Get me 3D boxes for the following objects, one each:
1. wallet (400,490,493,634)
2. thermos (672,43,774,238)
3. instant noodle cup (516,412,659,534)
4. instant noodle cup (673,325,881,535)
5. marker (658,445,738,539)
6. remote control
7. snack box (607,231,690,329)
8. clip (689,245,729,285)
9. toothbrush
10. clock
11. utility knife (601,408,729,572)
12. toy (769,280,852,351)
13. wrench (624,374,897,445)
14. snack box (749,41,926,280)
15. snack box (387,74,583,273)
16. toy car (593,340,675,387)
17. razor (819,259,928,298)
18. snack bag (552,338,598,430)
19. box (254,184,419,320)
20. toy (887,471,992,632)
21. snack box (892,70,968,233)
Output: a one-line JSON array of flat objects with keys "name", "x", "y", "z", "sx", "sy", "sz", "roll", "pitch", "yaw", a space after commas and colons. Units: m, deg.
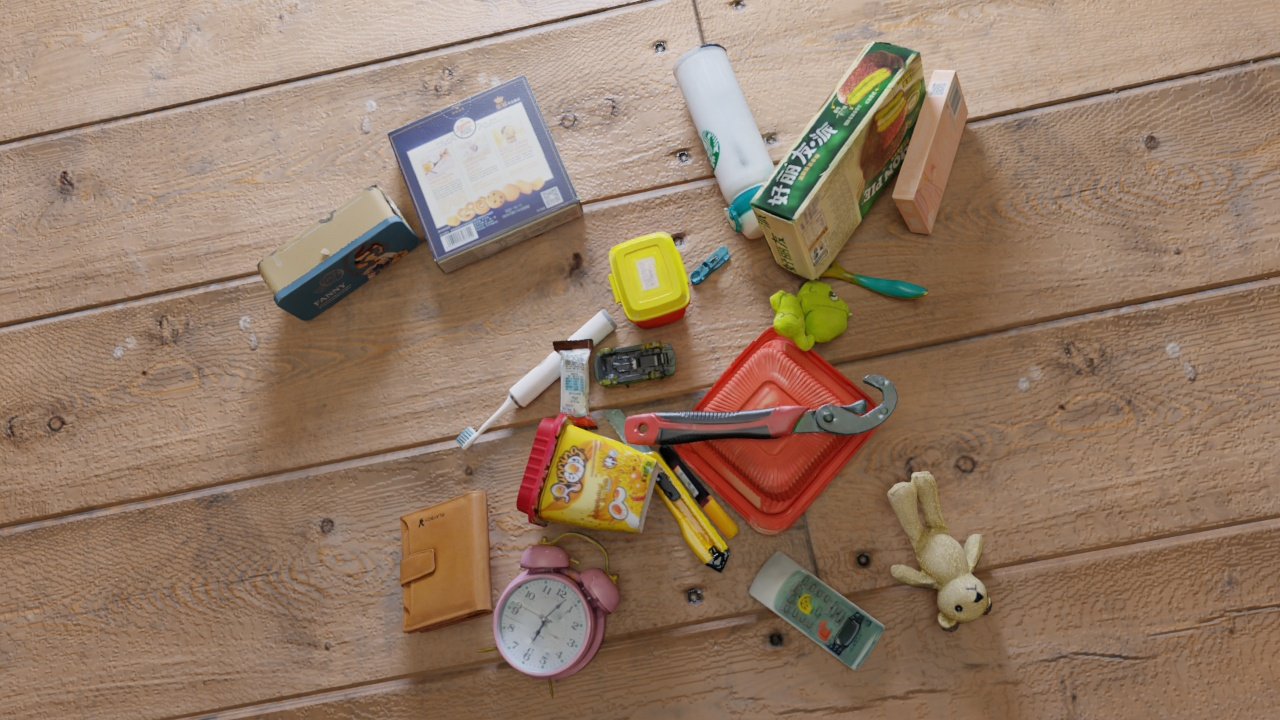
[{"name": "wallet", "x": -0.205, "y": 0.212, "z": 0.965, "sx": 0.108, "sy": 0.031, "sz": 0.131, "roll": -19, "pitch": 58, "yaw": 18}, {"name": "thermos", "x": 0.103, "y": -0.246, "z": 1.042, "sx": 0.073, "sy": 0.073, "sz": 0.224, "roll": -20, "pitch": 76, "yaw": 1}, {"name": "instant noodle cup", "x": -0.050, "y": 0.125, "z": 0.947, "sx": 0.124, "sy": 0.116, "sz": 0.116, "roll": 14, "pitch": 78, "yaw": 7}, {"name": "instant noodle cup", "x": 0.137, "y": 0.068, "z": 0.960, "sx": 0.164, "sy": 0.079, "sz": 0.189, "roll": 41, "pitch": 89, "yaw": 17}, {"name": "marker", "x": 0.062, "y": 0.139, "z": 0.983, "sx": 0.015, "sy": 0.018, "sz": 0.124, "roll": -26, "pitch": 70, "yaw": -42}, {"name": "remote control", "x": 0.179, "y": 0.255, "z": 0.941, "sx": 0.135, "sy": 0.019, "sz": 0.056, "roll": 35, "pitch": 83, "yaw": 13}, {"name": "snack box", "x": 0.010, "y": -0.082, "z": 1.007, "sx": 0.082, "sy": 0.080, "sz": 0.091, "roll": -17, "pitch": 76, "yaw": 1}, {"name": "clip", "x": 0.078, "y": -0.107, "z": 1.037, "sx": 0.056, "sy": 0.041, "sz": 0.014, "roll": -41, "pitch": 75, "yaw": 2}, {"name": "toothbrush", "x": -0.116, "y": 0.024, "z": 1.024, "sx": 0.221, "sy": 0.027, "sz": 0.026, "roll": -41, "pitch": 83, "yaw": -4}, {"name": "clock", "x": -0.088, "y": 0.254, "z": 0.949, "sx": 0.117, "sy": 0.060, "sz": 0.158, "roll": 27, "pitch": 80, "yaw": 11}, {"name": "utility knife", "x": 0.025, "y": 0.135, "z": 0.987, "sx": 0.033, "sy": 0.015, "sz": 0.216, "roll": -36, "pitch": 75, "yaw": -6}, {"name": "toy", "x": 0.184, "y": -0.049, "z": 0.989, "sx": 0.100, "sy": 0.031, "sz": 0.096, "roll": 10, "pitch": 57, "yaw": -20}, {"name": "wrench", "x": 0.117, "y": 0.058, "z": 0.915, "sx": 0.274, "sy": 0.016, "sz": 0.056, "roll": -8, "pitch": 76, "yaw": 10}, {"name": "snack box", "x": 0.220, "y": -0.214, "z": 0.985, "sx": 0.063, "sy": 0.114, "sz": 0.239, "roll": 29, "pitch": 77, "yaw": 34}, {"name": "snack box", "x": -0.183, "y": -0.219, "z": 1.078, "sx": 0.178, "sy": 0.046, "sz": 0.182, "roll": -23, "pitch": 76, "yaw": 0}, {"name": "toy car", "x": -0.006, "y": 0.006, "z": 1.010, "sx": 0.091, "sy": 0.036, "sz": 0.043, "roll": -7, "pitch": 77, "yaw": 5}, {"name": "razor", "x": 0.250, "y": -0.091, "z": 1.009, "sx": 0.133, "sy": 0.028, "sz": 0.043, "roll": 19, "pitch": 66, "yaw": 16}, {"name": "snack bag", "x": -0.071, "y": 0.028, "z": 1.004, "sx": 0.048, "sy": 0.026, "sz": 0.104, "roll": -3, "pitch": 96, "yaw": 7}, {"name": "box", "x": -0.349, "y": -0.118, "z": 1.051, "sx": 0.184, "sy": 0.090, "sz": 0.060, "roll": -38, "pitch": 77, "yaw": -1}, {"name": "toy", "x": 0.300, "y": 0.188, "z": 0.920, "sx": 0.105, "sy": 0.066, "sz": 0.157, "roll": -20, "pitch": 83, "yaw": -17}, {"name": "snack box", "x": 0.319, "y": -0.227, "z": 1.004, "sx": 0.026, "sy": 0.084, "sz": 0.157, "roll": 14, "pitch": 78, "yaw": 33}]
